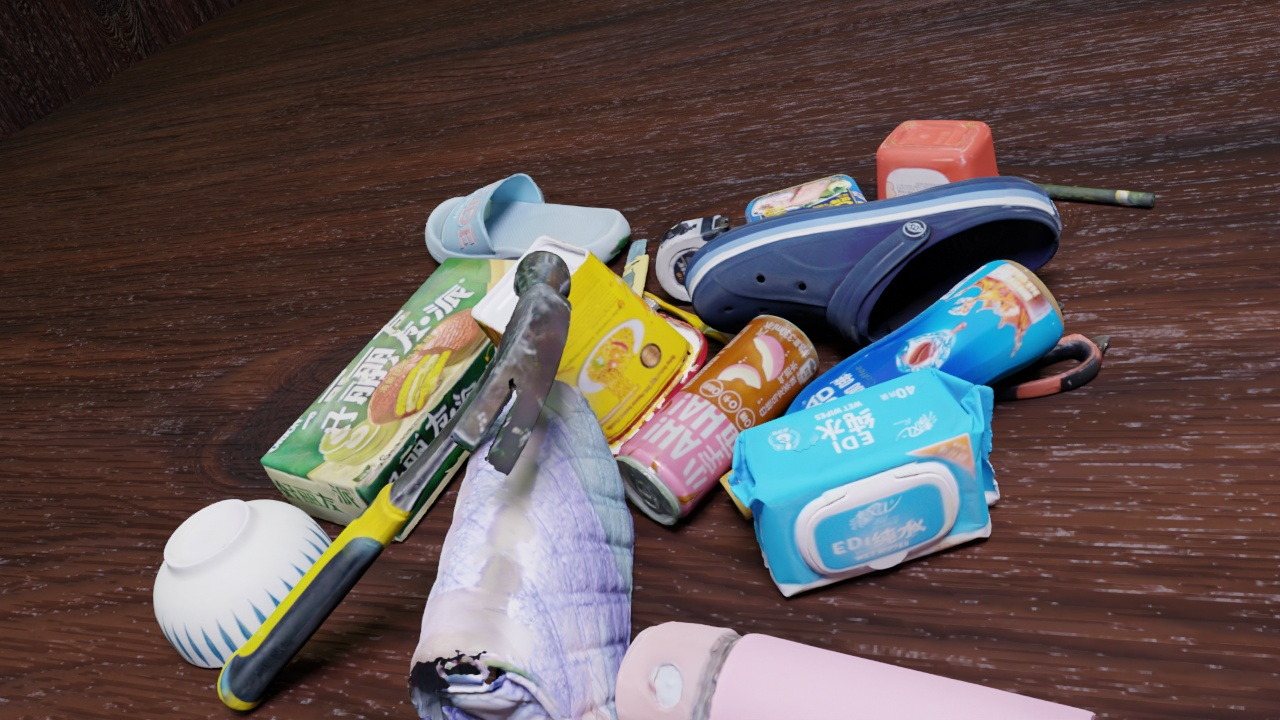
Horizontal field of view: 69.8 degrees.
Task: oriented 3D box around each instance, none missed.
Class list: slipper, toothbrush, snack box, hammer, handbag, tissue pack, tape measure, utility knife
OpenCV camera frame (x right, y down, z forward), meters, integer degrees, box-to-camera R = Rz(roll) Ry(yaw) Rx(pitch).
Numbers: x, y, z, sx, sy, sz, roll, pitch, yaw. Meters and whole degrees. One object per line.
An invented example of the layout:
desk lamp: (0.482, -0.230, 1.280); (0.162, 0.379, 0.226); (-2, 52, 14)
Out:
slipper: (-0.122, -0.136, 0.901); (0.246, 0.074, 0.103); (10, 45, 33)
toothbrush: (0.313, -0.136, 0.742); (0.186, 0.012, 0.017); (16, 54, 40)
snack box: (-0.162, 0.019, 0.702); (0.115, 0.063, 0.239); (8, 49, 35)
toothbrush: (0.050, -0.021, 0.711); (0.018, 0.016, 0.191); (-43, 39, -13)
hammer: (-0.140, 0.086, 0.487); (0.324, 0.032, 0.126); (-48, 21, 22)
handbag: (-0.053, 0.115, 0.471); (0.076, 0.134, 0.193); (-12, 34, 11)
snack box: (0.235, -0.144, 0.731); (0.091, 0.080, 0.081); (13, 46, 37)
tissue pack: (0.121, 0.067, 0.489); (0.140, 0.090, 0.063); (-18, 36, 3)
tape measure: (0.046, -0.082, 0.750); (0.066, 0.066, 0.033); (-7, 32, 14)
utility knife: (-0.008, -0.065, 0.789); (0.031, 0.021, 0.197); (-24, 20, 18)
slipper: (0.159, -0.051, 0.633); (0.253, 0.105, 0.095); (-12, 53, 13)

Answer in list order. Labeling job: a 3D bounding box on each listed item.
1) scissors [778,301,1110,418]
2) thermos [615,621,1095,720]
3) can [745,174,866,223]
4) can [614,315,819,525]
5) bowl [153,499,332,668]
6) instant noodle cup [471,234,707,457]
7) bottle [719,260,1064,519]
scissors: (0.186, 0.003, 0.611); (0.206, 0.015, 0.196); (14, 48, 38)
thermos: (0.083, 0.170, 0.396); (0.199, 0.067, 0.087); (3, 70, 29)
can: (0.139, -0.104, 0.744); (0.102, 0.057, 0.083); (-14, 33, 7)
can: (0.050, 0.035, 0.583); (0.058, 0.058, 0.147); (22, 56, 44)
bowl: (-0.269, 0.136, 0.608); (0.116, 0.066, 0.116); (-13, 35, 9)
instant noodle cup: (-0.037, -0.012, 0.618); (0.116, 0.123, 0.116); (-49, 34, -10)
bottle: (0.146, 0.023, 0.550); (0.218, 0.065, 0.065); (-34, 36, -2)
